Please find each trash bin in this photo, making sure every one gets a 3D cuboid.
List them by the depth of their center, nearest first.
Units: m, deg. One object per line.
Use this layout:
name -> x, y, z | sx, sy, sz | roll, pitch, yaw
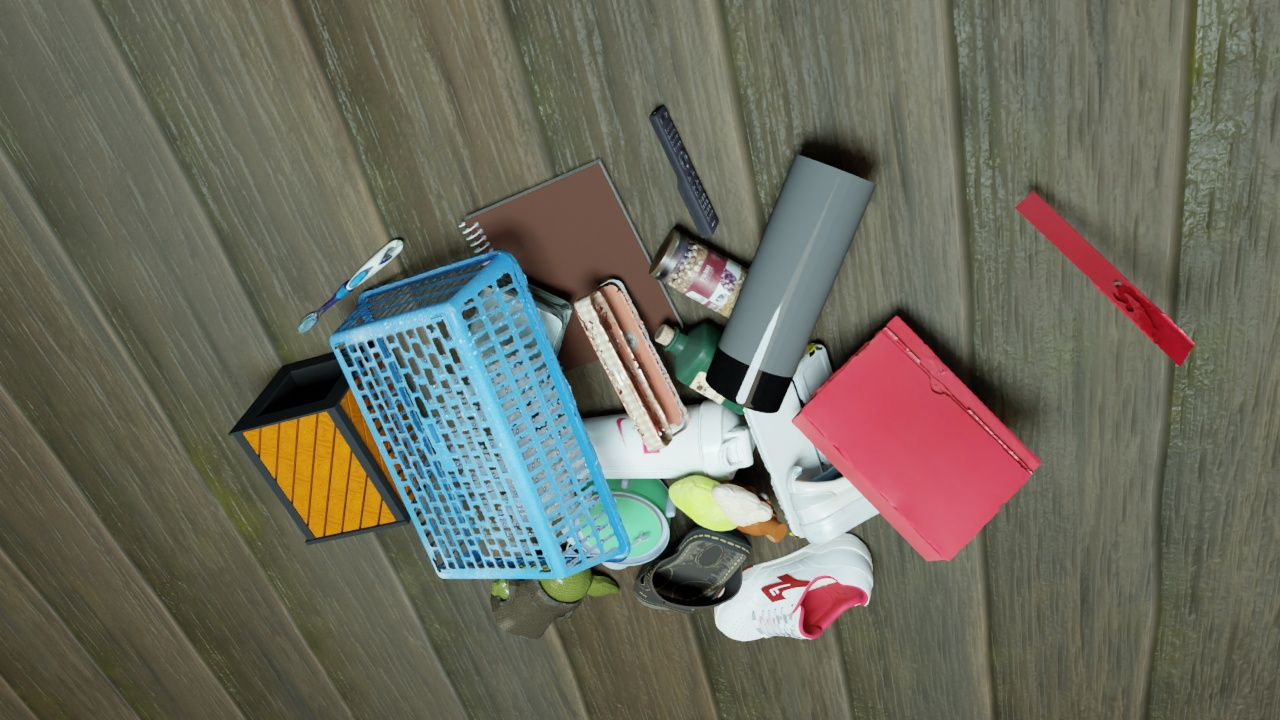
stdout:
trash bin -> -0.353, 0.098, 1.091 | 0.140, 0.139, 0.172 | -14, 120, 16

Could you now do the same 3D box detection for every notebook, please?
notebook -> -0.074, -0.093, 1.001 | 0.172, 0.022, 0.209 | -19, 118, 17

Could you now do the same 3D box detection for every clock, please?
clock -> -0.034, 0.209, 1.158 | 0.122, 0.075, 0.162 | 35, 121, -15

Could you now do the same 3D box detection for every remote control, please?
remote control -> 0.043, -0.187, 0.918 | 0.015, 0.032, 0.136 | -14, 120, 29

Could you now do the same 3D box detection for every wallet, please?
wallet -> -0.136, -0.026, 1.005 | 0.100, 0.054, 0.132 | 23, 132, -3

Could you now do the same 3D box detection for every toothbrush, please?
toothbrush -> -0.332, -0.083, 1.045 | 0.189, 0.017, 0.016 | -34, 112, 26

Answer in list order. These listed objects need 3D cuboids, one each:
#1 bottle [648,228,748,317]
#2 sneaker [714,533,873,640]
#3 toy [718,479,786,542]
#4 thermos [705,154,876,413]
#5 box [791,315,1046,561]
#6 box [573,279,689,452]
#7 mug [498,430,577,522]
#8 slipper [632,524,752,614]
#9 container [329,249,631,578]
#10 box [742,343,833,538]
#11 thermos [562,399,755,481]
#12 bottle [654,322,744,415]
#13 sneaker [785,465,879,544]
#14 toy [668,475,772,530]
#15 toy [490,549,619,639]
bottle -> 0.068, -0.089, 0.962 | 0.105, 0.056, 0.056 | 28, 122, -10
sneaker -> 0.192, 0.318, 1.180 | 0.237, 0.104, 0.090 | -31, 114, 24
toy -> 0.127, 0.171, 1.084 | 0.065, 0.128, 0.095 | -44, 124, -18
thermos -> 0.144, -0.073, 0.902 | 0.082, 0.082, 0.241 | 20, 104, -5
box -> 0.279, 0.086, 0.951 | 0.214, 0.152, 0.165 | 48, 122, 6
box -> -0.007, 0.006, 0.980 | 0.042, 0.082, 0.187 | -21, 103, 29
mug -> -0.132, 0.140, 1.117 | 0.078, 0.112, 0.097 | -14, 95, -30
slipper -> 0.059, 0.280, 1.154 | 0.113, 0.075, 0.269 | 23, 146, -8
container -> -0.187, 0.084, 0.994 | 0.258, 0.089, 0.362 | -11, 107, 38
box -> 0.188, 0.093, 1.035 | 0.036, 0.129, 0.210 | 20, 140, 51
thermos -> 0.023, 0.100, 1.070 | 0.221, 0.099, 0.099 | -6, 122, 16
bottle -> 0.075, 0.000, 1.010 | 0.131, 0.061, 0.061 | 29, 123, -17
sneaker -> 0.269, 0.108, 1.012 | 0.242, 0.090, 0.090 | -25, 89, -13
toy -> 0.091, 0.160, 1.018 | 0.115, 0.046, 0.092 | -5, 141, 42
toy -> -0.131, 0.310, 1.234 | 0.153, 0.078, 0.179 | -41, 133, 23
